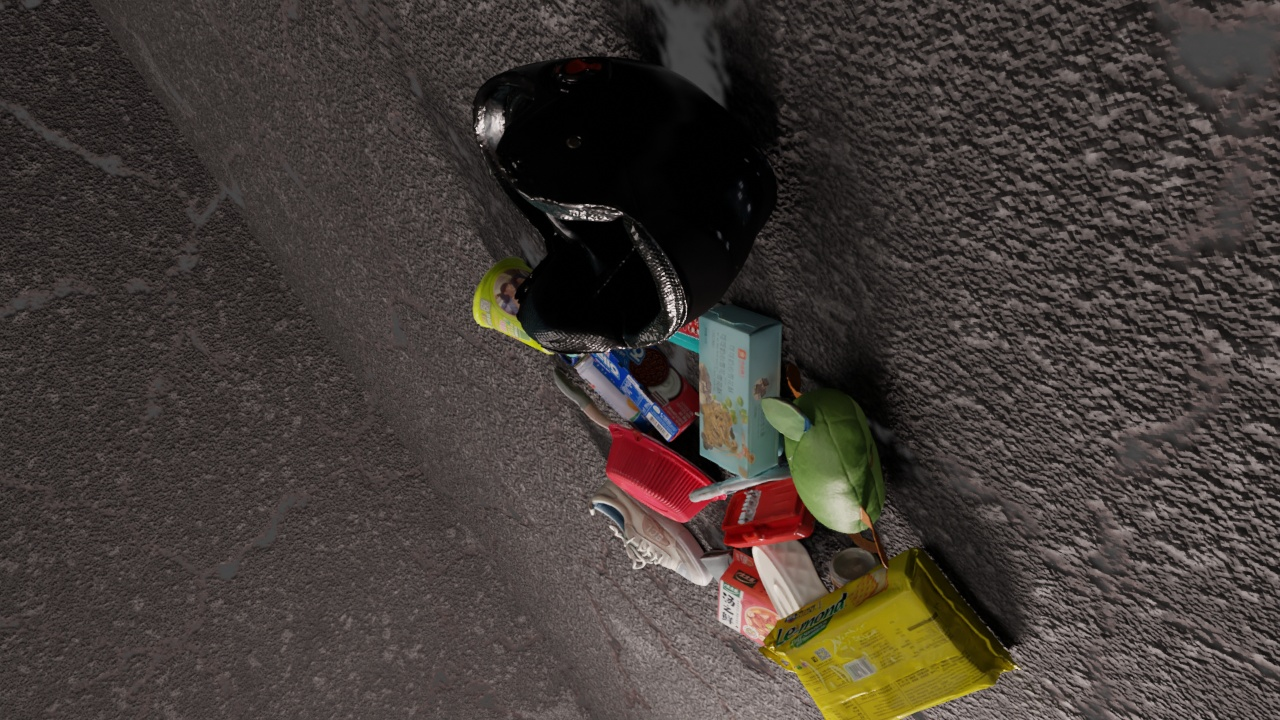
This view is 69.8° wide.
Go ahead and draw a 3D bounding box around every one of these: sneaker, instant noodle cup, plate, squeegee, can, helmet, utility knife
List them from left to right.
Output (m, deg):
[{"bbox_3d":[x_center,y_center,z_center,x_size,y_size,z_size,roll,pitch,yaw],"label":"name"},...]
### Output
[{"bbox_3d":[-0.154,-0.070,1.290,0.123,0.111,0.112,32,150,25],"label":"instant noodle cup"},{"bbox_3d":[-0.067,0.073,1.410,0.250,0.040,0.248,32,149,40],"label":"squeegee"},{"bbox_3d":[-0.023,-0.146,0.791,0.274,0.229,0.234,50,157,23],"label":"helmet"},{"bbox_3d":[-0.026,0.038,1.242,0.134,0.053,0.053,45,157,-8],"label":"can"},{"bbox_3d":[0.012,0.292,1.510,0.242,0.090,0.090,42,155,20],"label":"sneaker"},{"bbox_3d":[0.023,0.165,1.272,0.194,0.065,0.194,30,166,8],"label":"instant noodle cup"},{"bbox_3d":[0.051,-0.026,1.088,0.187,0.013,0.029,26,147,48],"label":"utility knife"},{"bbox_3d":[0.201,0.301,1.159,0.204,0.045,0.205,63,173,14],"label":"plate"},{"bbox_3d":[0.261,0.277,1.083,0.058,0.058,0.116,26,145,45],"label":"can"}]

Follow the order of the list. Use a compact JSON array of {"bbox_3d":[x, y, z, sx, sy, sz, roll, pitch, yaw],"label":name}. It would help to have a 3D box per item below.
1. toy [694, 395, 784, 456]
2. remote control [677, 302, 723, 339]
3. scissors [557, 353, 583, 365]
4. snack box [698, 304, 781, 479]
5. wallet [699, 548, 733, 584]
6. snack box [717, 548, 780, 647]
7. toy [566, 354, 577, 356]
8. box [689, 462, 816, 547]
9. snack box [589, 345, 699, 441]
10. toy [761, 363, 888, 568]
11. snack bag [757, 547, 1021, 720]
[{"bbox_3d":[0.114,0.071,1.065,0.156,0.049,0.161,34,137,52],"label":"toy"},{"bbox_3d":[0.053,-0.051,1.041,0.136,0.020,0.056,23,142,48],"label":"remote control"},{"bbox_3d":[-0.096,-0.015,1.357,0.162,0.012,0.163,51,159,14],"label":"scissors"},{"bbox_3d":[0.104,0.033,0.971,0.074,0.051,0.175,26,127,46],"label":"snack box"},{"bbox_3d":[0.153,0.347,1.402,0.129,0.036,0.107,52,157,-2],"label":"wallet"},{"bbox_3d":[0.169,0.348,1.316,0.113,0.044,0.127,23,136,28],"label":"snack box"},{"bbox_3d":[-0.096,-0.036,1.178,0.096,0.030,0.092,36,153,25],"label":"toy"},{"bbox_3d":[0.128,0.166,1.113,0.098,0.095,0.202,22,159,-13],"label":"box"},{"bbox_3d":[-0.007,0.007,1.183,0.207,0.058,0.057,48,156,9],"label":"snack box"},{"bbox_3d":[0.190,0.102,0.901,0.226,0.090,0.247,64,-179,29],"label":"toy"},{"bbox_3d":[0.261,0.321,1.004,0.247,0.068,0.158,-41,87,33],"label":"snack bag"}]
